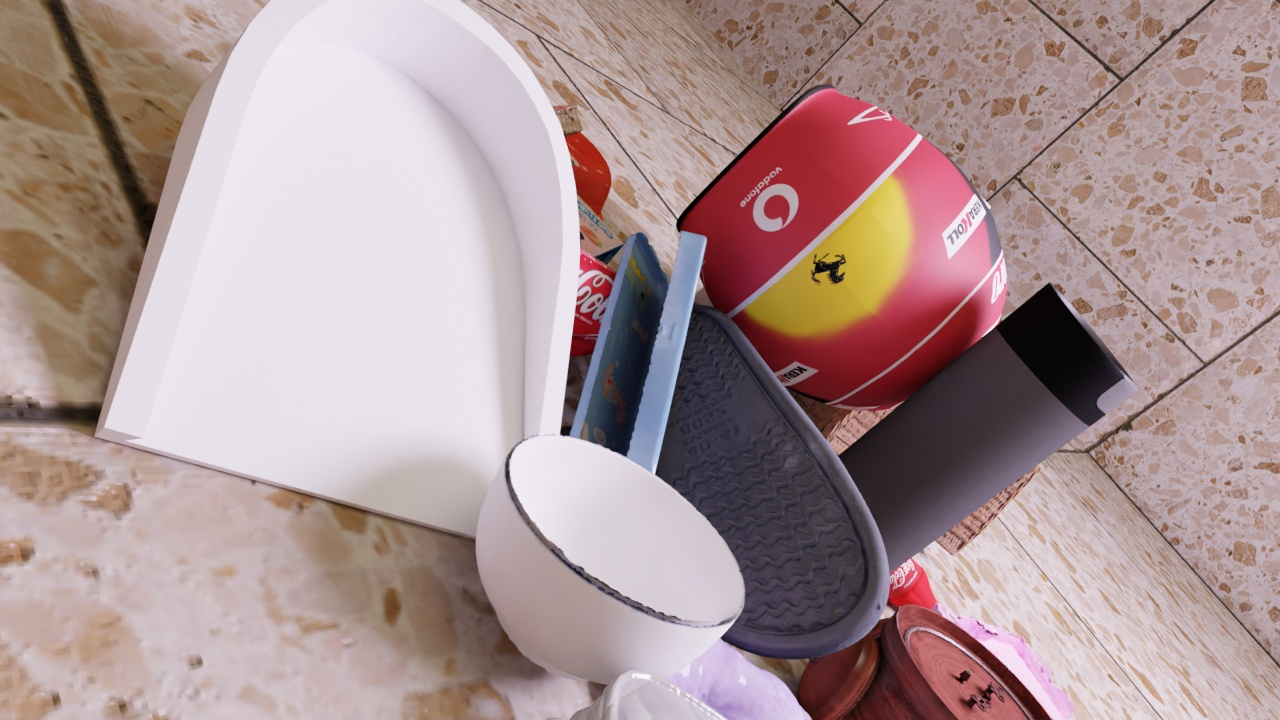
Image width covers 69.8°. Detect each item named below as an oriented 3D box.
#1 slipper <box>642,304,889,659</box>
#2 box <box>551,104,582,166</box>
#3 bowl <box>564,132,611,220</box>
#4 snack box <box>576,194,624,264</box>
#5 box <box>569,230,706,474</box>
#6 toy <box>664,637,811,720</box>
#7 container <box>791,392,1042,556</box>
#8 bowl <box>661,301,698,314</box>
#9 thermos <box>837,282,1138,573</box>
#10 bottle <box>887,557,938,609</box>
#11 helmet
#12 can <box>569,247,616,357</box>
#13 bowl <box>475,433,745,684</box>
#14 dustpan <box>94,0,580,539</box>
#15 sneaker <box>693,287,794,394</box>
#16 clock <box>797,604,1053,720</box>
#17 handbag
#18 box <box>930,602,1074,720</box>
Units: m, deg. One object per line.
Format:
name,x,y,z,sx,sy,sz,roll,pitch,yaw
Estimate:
slipper,0.056,0.072,0.546,0.083,0.111,0.267,61,3,-41
box,-0.090,-0.144,0.648,0.187,0.056,0.064,-42,126,-66
bowl,-0.069,-0.177,0.806,0.130,0.045,0.130,38,22,-19
snack box,-0.072,-0.096,0.677,0.088,0.033,0.153,46,21,0
box,-0.006,0.003,0.532,0.059,0.068,0.209,13,46,3
toy,0.032,0.156,0.416,0.099,0.037,0.080,42,31,3
container,0.243,0.065,0.832,0.198,0.114,0.112,40,7,-20
bowl,0.033,-0.009,0.682,0.110,0.055,0.110,37,23,-19
thermos,0.196,0.061,0.598,0.082,0.241,0.082,38,23,-19
bottle,0.190,0.158,0.692,0.119,0.036,0.036,46,22,-2
helmet,0.157,-0.074,0.686,0.224,0.198,0.270,47,19,1
can,-0.060,-0.046,0.564,0.104,0.064,0.064,30,27,-35
bowl,-0.019,0.089,0.381,0.113,0.063,0.113,29,18,-11
dustpan,-0.104,-0.062,0.417,0.191,0.053,0.257,26,48,-40
sneaker,0.160,-0.023,0.888,0.242,0.091,0.089,30,25,-35
clock,0.152,0.191,0.500,0.157,0.072,0.120,47,20,31
handbag,0.044,0.198,0.309,0.195,0.073,0.138,38,24,-18
box,0.285,0.260,0.656,0.230,0.035,0.159,29,23,-48
